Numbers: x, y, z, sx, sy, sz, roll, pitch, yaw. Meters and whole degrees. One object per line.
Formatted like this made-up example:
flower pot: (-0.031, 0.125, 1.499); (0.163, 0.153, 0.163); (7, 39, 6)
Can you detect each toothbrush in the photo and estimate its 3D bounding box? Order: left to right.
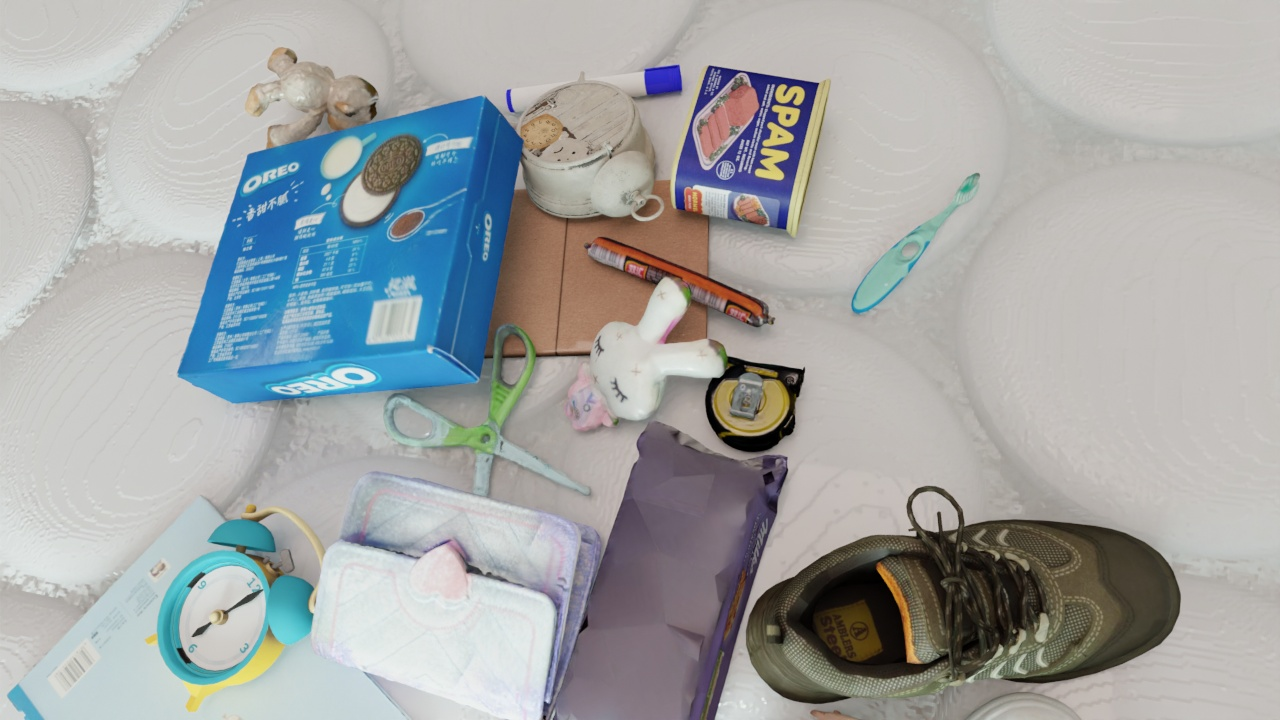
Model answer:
toothbrush: (0.193, -0.082, 0.637); (0.022, 0.017, 0.135); (41, 80, 20)

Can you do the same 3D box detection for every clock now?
clock: (-0.262, 0.158, 0.601); (0.129, 0.044, 0.099); (-46, 66, -4)
clock: (-0.033, -0.152, 0.677); (0.103, 0.061, 0.157); (-35, 56, -10)

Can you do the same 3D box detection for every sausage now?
sausage: (0.025, -0.058, 0.648); (0.155, 0.020, 0.020); (24, 74, 20)

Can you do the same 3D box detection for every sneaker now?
sneaker: (0.169, 0.121, 0.486); (0.238, 0.143, 0.101); (-12, 65, 5)
sneaker: (0.172, 0.278, 0.453); (0.087, 0.079, 0.235); (17, 72, 17)

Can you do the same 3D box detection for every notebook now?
notebook: (-0.283, 0.232, 0.601); (0.253, 0.009, 0.181); (37, 77, 22)
notebook: (-0.054, -0.068, 0.685); (0.209, 0.008, 0.141); (-2, 67, 11)

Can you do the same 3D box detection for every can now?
can: (0.079, -0.154, 0.663); (0.092, 0.057, 0.116); (13, 68, 10)

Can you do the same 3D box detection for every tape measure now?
tape measure: (0.073, 0.029, 0.604); (0.062, 0.034, 0.061); (7, 71, 15)

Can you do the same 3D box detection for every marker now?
marker: (-0.038, -0.219, 0.740); (0.141, 0.020, 0.020); (-5, 66, 9)

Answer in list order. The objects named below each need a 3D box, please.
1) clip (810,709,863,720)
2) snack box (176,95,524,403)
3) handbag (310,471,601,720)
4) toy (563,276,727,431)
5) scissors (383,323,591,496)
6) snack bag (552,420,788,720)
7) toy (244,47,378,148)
clip: (0.122, 0.218, 0.520); (0.052, 0.026, 0.059); (-44, 65, -7)
snack box: (-0.209, -0.075, 0.661); (0.239, 0.056, 0.195); (-5, 65, 27)
handbag: (-0.116, 0.145, 0.572); (0.159, 0.069, 0.126); (13, 79, 13)
toy: (-0.004, 0.004, 0.616); (0.123, 0.038, 0.079); (-38, 66, 17)
scissors: (-0.111, 0.056, 0.639); (0.172, 0.023, 0.171); (3, 71, 10)
snack bag: (0.017, 0.141, 0.554); (0.096, 0.058, 0.205); (13, 71, 17)
toy: (-0.266, -0.221, 0.768); (0.106, 0.074, 0.085); (1, 54, 7)
